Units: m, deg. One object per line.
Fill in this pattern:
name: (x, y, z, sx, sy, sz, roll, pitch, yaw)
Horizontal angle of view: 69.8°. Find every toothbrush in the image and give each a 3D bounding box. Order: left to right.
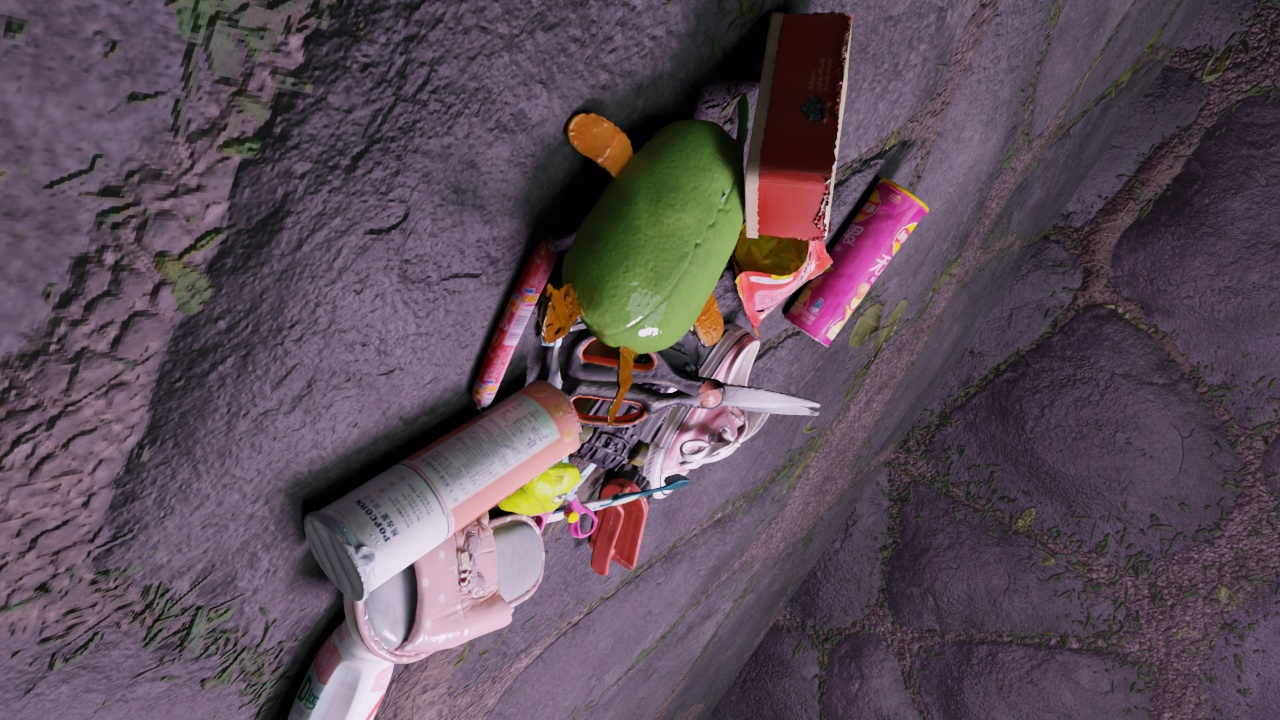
toothbrush: (-0.077, 0.045, 0.805, 0.027, 0.026, 0.225, -3, 140, -11)
toothbrush: (-0.029, 0.148, 0.992, 0.191, 0.018, 0.016, -10, 135, -28)

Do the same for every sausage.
sausage: (-0.096, -0.024, 0.679, 0.020, 0.020, 0.156, -13, 136, -56)

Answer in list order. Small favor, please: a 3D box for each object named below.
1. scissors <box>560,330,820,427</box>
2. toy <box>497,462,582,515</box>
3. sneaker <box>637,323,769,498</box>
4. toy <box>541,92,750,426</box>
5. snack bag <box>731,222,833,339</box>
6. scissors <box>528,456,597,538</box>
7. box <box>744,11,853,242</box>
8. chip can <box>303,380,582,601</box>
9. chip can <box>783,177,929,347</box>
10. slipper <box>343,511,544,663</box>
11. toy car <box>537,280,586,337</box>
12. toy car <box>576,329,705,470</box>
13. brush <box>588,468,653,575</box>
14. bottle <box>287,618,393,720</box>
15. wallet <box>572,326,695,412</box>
scissors: (0.049, 0.015, 0.763, 0.235, 0.021, 0.137, -10, 118, -4)
toy: (-0.103, 0.112, 0.825, 0.096, 0.031, 0.100, -23, 144, -4)
sneaker: (0.078, 0.075, 1.059, 0.118, 0.088, 0.241, -10, 134, -57)
toy: (0.008, -0.081, 0.665, 0.246, 0.090, 0.227, -58, 138, -23)
snack bag: (0.154, -0.096, 0.992, 0.128, 0.073, 0.208, -48, 162, 2)
scissors: (-0.081, 0.139, 0.927, 0.125, 0.017, 0.133, -19, 129, -18)
box: (0.129, -0.178, 0.701, 0.091, 0.079, 0.168, 75, 24, -62)
chip can: (-0.141, 0.091, 0.696, 0.214, 0.071, 0.071, -33, 151, -38)
chip can: (0.268, -0.121, 1.149, 0.211, 0.071, 0.071, -56, 157, 9)
slipper: (-0.147, 0.184, 0.788, 0.274, 0.054, 0.114, 7, 75, -66)
toy car: (-0.044, -0.048, 0.718, 0.091, 0.036, 0.043, -17, 138, -46)
toy car: (-0.003, 0.031, 0.798, 0.070, 0.042, 0.158, 26, 113, -21)
brush: (-0.025, 0.190, 1.065, 0.069, 0.063, 0.146, -49, 160, -43)
bottle: (-0.251, 0.278, 0.775, 0.068, 0.068, 0.197, -4, 125, -60)
wallet: (-0.008, 0.009, 0.840, 0.119, 0.035, 0.131, -4, 132, -27)
